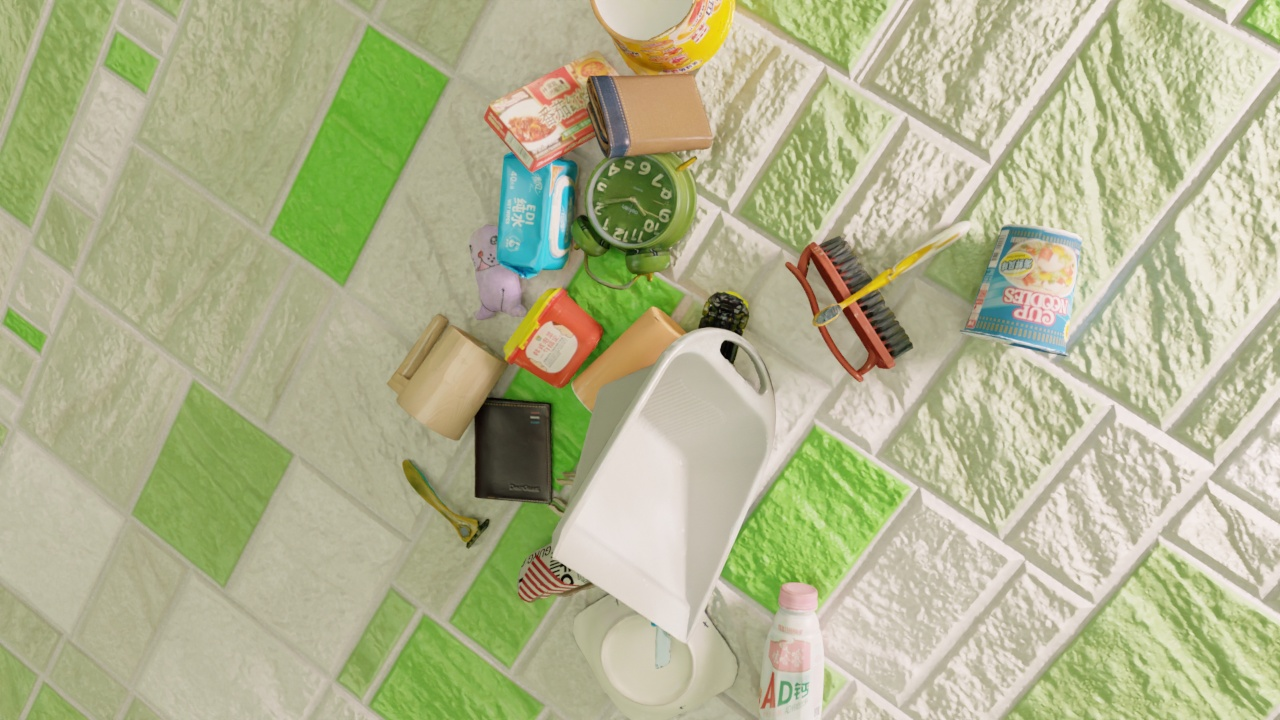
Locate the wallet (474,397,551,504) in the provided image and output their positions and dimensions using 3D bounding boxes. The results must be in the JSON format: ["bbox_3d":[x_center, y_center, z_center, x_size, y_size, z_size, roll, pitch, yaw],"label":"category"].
[{"bbox_3d":[-0.148,0.105,1.067,0.096,0.020,0.122,4,102,15],"label":"wallet"}]

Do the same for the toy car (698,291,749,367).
[{"bbox_3d":[0.084,-0.024,0.973,0.048,0.032,0.105,19,115,11],"label":"toy car"}]

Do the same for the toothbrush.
[{"bbox_3d":[0.244,-0.085,0.882,0.191,0.018,0.016,-32,89,-9],"label":"toothbrush"}]

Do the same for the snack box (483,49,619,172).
[{"bbox_3d":[-0.077,-0.255,0.930,0.075,0.152,0.026,50,149,3],"label":"snack box"}]

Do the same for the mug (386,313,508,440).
[{"bbox_3d":[-0.222,0.015,1.038,0.125,0.084,0.103,35,90,36],"label":"mug"}]

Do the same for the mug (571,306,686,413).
[{"bbox_3d":[-0.006,0.006,0.983,0.078,0.078,0.123,43,102,6],"label":"mug"}]

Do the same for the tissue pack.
[{"bbox_3d":[-0.106,-0.159,0.974,0.063,0.089,0.140,10,101,14],"label":"tissue pack"}]

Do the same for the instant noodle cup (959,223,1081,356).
[{"bbox_3d":[0.361,-0.068,0.859,0.099,0.099,0.110,13,95,14],"label":"instant noodle cup"}]

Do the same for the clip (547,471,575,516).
[{"bbox_3d":[-0.051,0.150,1.038,0.105,0.034,0.083,4,100,11],"label":"clip"}]

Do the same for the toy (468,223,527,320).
[{"bbox_3d":[-0.164,-0.099,1.028,0.084,0.038,0.108,-5,100,39],"label":"toy"}]

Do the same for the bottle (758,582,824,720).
[{"bbox_3d":[0.165,0.341,0.991,0.068,0.068,0.197,6,96,15],"label":"bottle"}]

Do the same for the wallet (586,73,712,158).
[{"bbox_3d":[0.008,-0.248,0.920,0.115,0.033,0.090,-10,73,-20],"label":"wallet"}]

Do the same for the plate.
[{"bbox_3d":[0.011,0.336,1.049,0.164,0.034,0.163,-35,89,18],"label":"plate"}]

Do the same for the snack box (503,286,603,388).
[{"bbox_3d":[-0.093,-0.022,0.999,0.080,0.082,0.091,37,107,-3],"label":"snack box"}]

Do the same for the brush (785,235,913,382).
[{"bbox_3d":[0.205,-0.053,0.916,0.069,0.063,0.146,-32,88,5],"label":"brush"}]

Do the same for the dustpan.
[{"bbox_3d":[0.049,0.104,0.897,0.143,0.257,0.222,-21,135,29],"label":"dustpan"}]

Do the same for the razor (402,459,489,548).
[{"bbox_3d":[-0.241,0.167,1.099,0.132,0.028,0.043,43,111,8],"label":"razor"}]

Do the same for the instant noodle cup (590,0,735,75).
[{"bbox_3d":[0.017,-0.356,0.898,0.138,0.109,0.138,3,100,15],"label":"instant noodle cup"}]

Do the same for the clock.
[{"bbox_3d":[-0.009,-0.153,0.965,0.116,0.056,0.161,24,104,12],"label":"clock"}]

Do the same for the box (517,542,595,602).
[{"bbox_3d":[-0.059,0.230,1.033,0.163,0.087,0.076,-30,46,31],"label":"box"}]

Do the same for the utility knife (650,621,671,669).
[{"bbox_3d":[0.025,0.245,1.016,0.034,0.018,0.191,1,85,10],"label":"utility knife"}]
